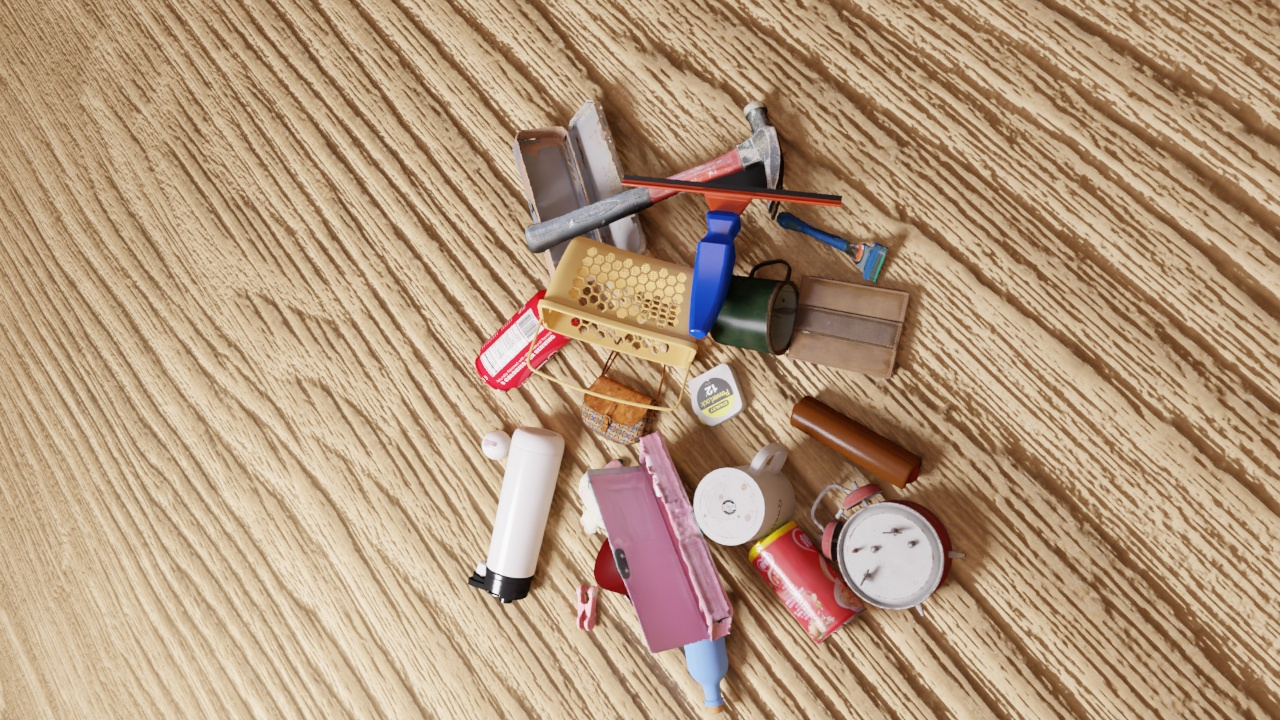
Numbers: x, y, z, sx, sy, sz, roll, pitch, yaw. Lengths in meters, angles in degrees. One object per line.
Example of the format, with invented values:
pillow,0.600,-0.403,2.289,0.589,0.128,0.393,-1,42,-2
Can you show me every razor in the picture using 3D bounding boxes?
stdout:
razor,0.214,-0.137,1.035,0.141,0.018,0.044,33,122,29

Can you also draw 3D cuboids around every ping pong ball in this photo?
ping pong ball,-0.194,0.114,1.238,0.040,0.040,0.040,-2,86,29

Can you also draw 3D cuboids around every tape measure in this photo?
tape measure,0.090,0.042,1.096,0.064,0.016,0.065,-29,74,25

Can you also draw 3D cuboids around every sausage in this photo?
sausage,0.233,0.088,1.002,0.156,0.040,0.040,31,102,27

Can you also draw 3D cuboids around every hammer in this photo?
hammer,0.015,-0.190,1.096,0.327,0.036,0.140,-19,72,13

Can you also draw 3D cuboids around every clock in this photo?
clock,0.251,0.192,0.972,0.157,0.061,0.110,36,105,26

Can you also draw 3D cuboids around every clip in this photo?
clip,-0.072,0.313,1.170,0.044,0.023,0.060,23,97,33

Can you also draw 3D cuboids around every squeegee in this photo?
squeegee,0.082,-0.109,1.009,0.250,0.055,0.184,8,67,14

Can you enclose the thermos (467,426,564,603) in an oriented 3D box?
thermos,-0.166,0.200,1.207,0.101,0.068,0.230,18,97,42

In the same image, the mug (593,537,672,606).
mug,-0.011,0.257,1.108,0.089,0.087,0.114,-40,66,40

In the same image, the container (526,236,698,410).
container,-0.025,-0.035,1.067,0.183,0.129,0.166,16,76,1

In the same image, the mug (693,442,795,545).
mug,0.126,0.144,1.024,0.083,0.096,0.120,35,104,26

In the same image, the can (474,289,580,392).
can,-0.147,-0.026,1.200,0.143,0.074,0.074,-41,69,21

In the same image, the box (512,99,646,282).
box,-0.080,-0.213,1.165,0.114,0.096,0.217,-14,77,-16

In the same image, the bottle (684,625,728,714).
bottle,0.077,0.343,1.069,0.048,0.048,0.131,-14,81,28

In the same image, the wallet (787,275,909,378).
wallet,0.229,-0.038,1.014,0.121,0.027,0.098,11,91,24

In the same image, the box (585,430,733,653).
box,0.015,0.210,1.044,0.107,0.099,0.232,-18,63,-8

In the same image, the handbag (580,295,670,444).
handbag,-0.007,0.007,1.143,0.093,0.043,0.196,25,96,26

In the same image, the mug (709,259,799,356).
mug,0.132,-0.066,1.045,0.081,0.085,0.111,11,76,31

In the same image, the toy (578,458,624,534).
toy,-0.044,0.177,1.149,0.112,0.050,0.087,-47,67,12

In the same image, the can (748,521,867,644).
can,0.181,0.243,1.005,0.067,0.066,0.124,-47,67,19
